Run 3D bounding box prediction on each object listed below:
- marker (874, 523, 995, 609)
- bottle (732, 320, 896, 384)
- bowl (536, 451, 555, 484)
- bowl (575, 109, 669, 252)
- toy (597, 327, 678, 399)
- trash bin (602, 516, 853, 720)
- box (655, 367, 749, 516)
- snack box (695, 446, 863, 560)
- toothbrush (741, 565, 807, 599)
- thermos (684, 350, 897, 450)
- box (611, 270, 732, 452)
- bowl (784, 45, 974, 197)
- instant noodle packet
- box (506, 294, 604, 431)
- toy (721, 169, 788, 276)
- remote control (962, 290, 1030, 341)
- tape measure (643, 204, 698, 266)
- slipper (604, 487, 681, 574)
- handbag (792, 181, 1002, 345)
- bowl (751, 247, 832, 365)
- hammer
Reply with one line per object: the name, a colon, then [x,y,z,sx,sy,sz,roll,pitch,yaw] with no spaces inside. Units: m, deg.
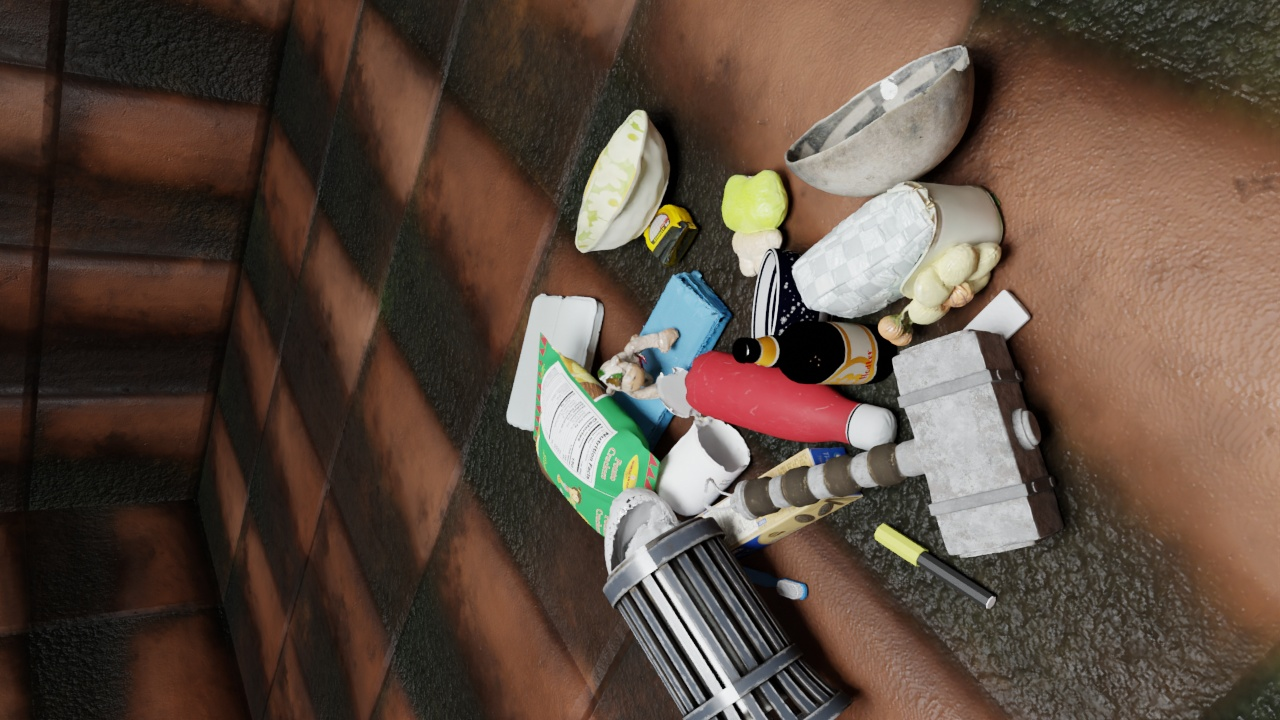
marker: [0.267,0.188,0.837,0.124,0.017,0.021,32,147,47]
bottle: [0.158,-0.007,0.849,0.059,0.181,0.059,-2,88,53]
bowl: [-0.122,0.129,1.337,0.118,0.030,0.118,-2,88,53]
bowl: [-0.015,-0.214,1.148,0.188,0.060,0.219,-66,19,10]
toy: [-0.006,0.006,1.068,0.074,0.105,0.085,19,112,39]
trash bin: [0.077,0.286,0.923,0.227,0.163,0.165,56,132,20]
box: [0.049,0.095,1.062,0.150,0.080,0.106,57,131,21]
snack box: [0.139,0.157,0.975,0.207,0.057,0.056,-42,56,45]
toothbrush: [0.122,0.242,1.029,0.167,0.014,0.016,3,91,53]
thermos: [0.153,0.045,0.945,0.240,0.073,0.073,15,102,44]
box: [0.025,0.006,1.129,0.093,0.052,0.232,56,131,36]
bowl: [0.222,-0.196,0.814,0.179,0.178,0.081,-14,115,52]
instant noodle packet: [-0.064,0.111,1.147,0.252,0.090,0.196,45,143,34]
box: [-0.129,0.006,1.331,0.189,0.037,0.208,14,90,50]
toy: [0.125,-0.150,1.008,0.092,0.046,0.115,3,99,54]
remote control: [0.290,-0.006,0.814,0.131,0.012,0.033,-55,51,37]
tape measure: [0.037,-0.158,1.128,0.066,0.037,0.064,-59,47,31]
slipper: [0.011,0.239,1.065,0.074,0.112,0.247,34,147,42]
handbag: [0.229,-0.081,0.820,0.172,0.112,0.123,-34,70,47]
bowl: [0.158,-0.052,0.935,0.120,0.066,0.120,-177,93,-86]
hammer: [0.192,0.102,0.826,0.327,0.079,0.176,-22,76,37]
